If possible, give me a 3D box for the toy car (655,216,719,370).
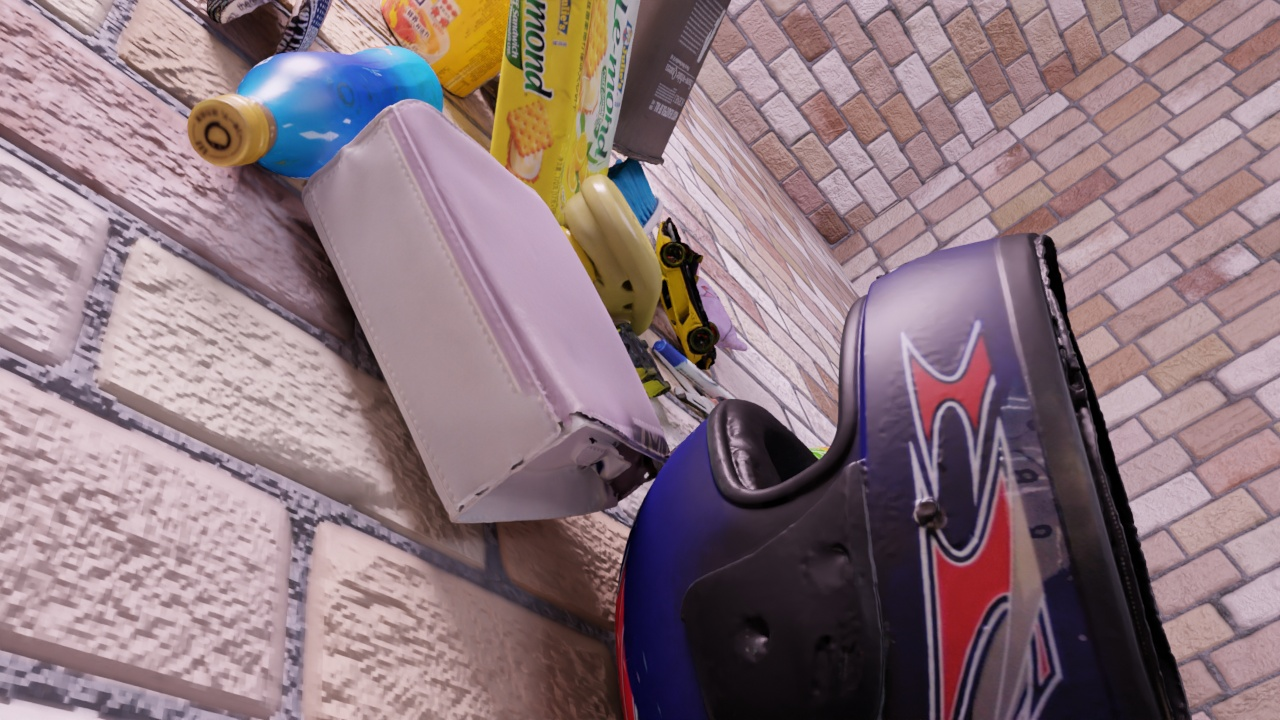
[{"bbox_3d":[0.043,-0.063,0.903,0.071,0.041,0.156,-36,109,-79],"label":"toy car"}]

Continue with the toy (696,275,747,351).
[{"bbox_3d":[0.068,-0.055,1.016,0.083,0.039,0.108,13,41,-33],"label":"toy"}]

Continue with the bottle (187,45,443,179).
[{"bbox_3d":[-0.170,-0.136,0.500,0.065,0.065,0.218,51,17,-11],"label":"bottle"}]

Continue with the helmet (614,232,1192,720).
[{"bbox_3d":[0.108,0.115,0.431,0.247,0.241,0.315,29,51,-57],"label":"helmet"}]

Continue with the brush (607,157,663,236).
[{"bbox_3d":[-0.013,-0.130,0.930,0.109,0.061,0.313,53,20,-16],"label":"brush"}]

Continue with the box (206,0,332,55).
[{"bbox_3d":[-0.211,-0.232,0.576,0.081,0.075,0.163,54,12,-36],"label":"box"}]

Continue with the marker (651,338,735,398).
[{"bbox_3d":[0.062,0.022,0.882,0.145,0.017,0.016,38,24,-37],"label":"marker"}]

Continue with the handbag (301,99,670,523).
[{"bbox_3d":[-0.074,-0.017,0.476,0.144,0.099,0.197,16,40,-60],"label":"handbag"}]

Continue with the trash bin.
[{"bbox_3d":[-0.021,-0.340,0.923,0.198,0.220,0.198,34,16,10],"label":"trash bin"}]

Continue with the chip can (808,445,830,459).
[{"bbox_3d":[0.125,0.106,0.752,0.220,0.073,0.072,5,51,-55],"label":"chip can"}]

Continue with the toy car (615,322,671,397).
[{"bbox_3d":[-0.004,0.004,0.730,0.048,0.032,0.105,61,7,17],"label":"toy car"}]

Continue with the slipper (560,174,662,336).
[{"bbox_3d":[-0.033,-0.062,0.706,0.091,0.081,0.191,57,-9,17],"label":"slipper"}]

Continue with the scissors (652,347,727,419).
[{"bbox_3d":[0.074,0.057,0.811,0.221,0.015,0.189,54,12,-10],"label":"scissors"}]

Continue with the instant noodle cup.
[{"bbox_3d":[-0.149,-0.307,0.799,0.138,0.110,0.137,47,19,-23],"label":"instant noodle cup"}]

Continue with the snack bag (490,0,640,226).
[{"bbox_3d":[-0.061,-0.219,0.730,0.068,0.247,0.157,15,18,9],"label":"snack bag"}]

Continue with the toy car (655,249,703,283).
[{"bbox_3d":[0.037,-0.097,0.996,0.056,0.037,0.122,25,26,-3],"label":"toy car"}]
